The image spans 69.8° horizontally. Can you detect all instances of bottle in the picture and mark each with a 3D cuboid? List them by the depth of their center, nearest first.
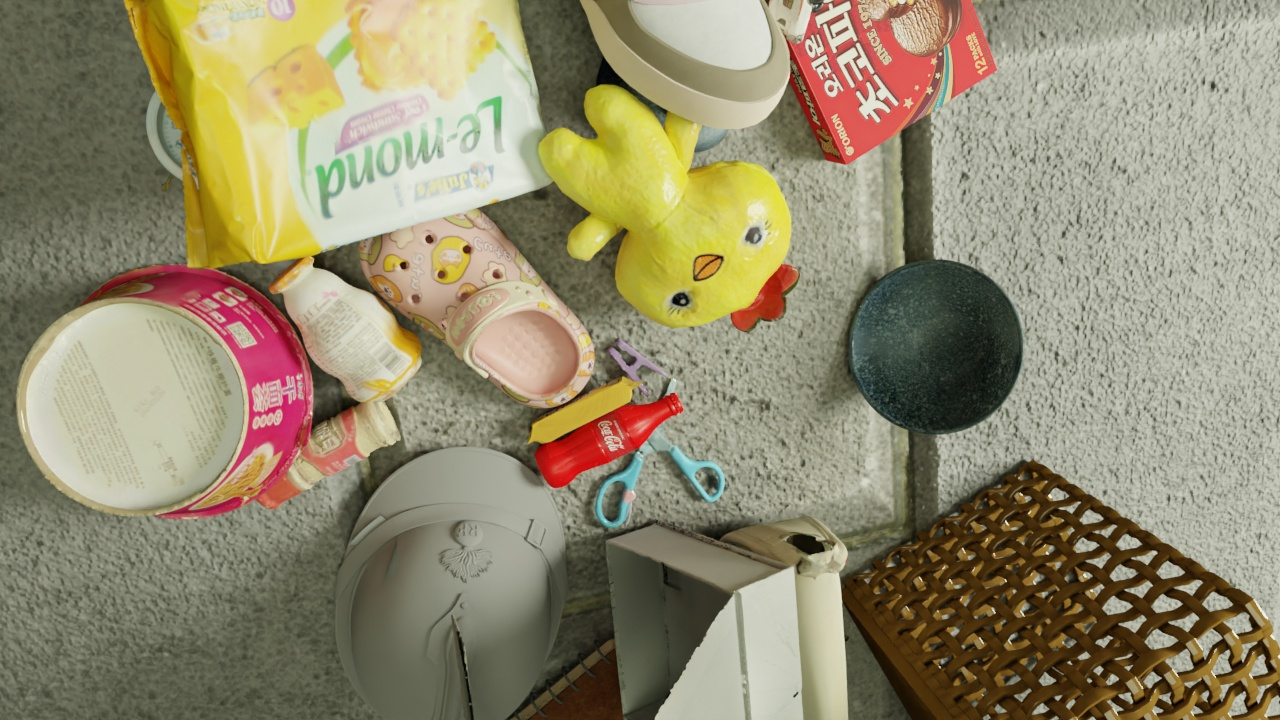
[{"bbox_3d":[-0.205,-0.023,0.636,0.063,0.063,0.109,-40,111,2],"label":"bottle"},{"bbox_3d":[-0.232,0.066,0.670,0.109,0.044,0.044,-29,111,-3],"label":"bottle"},{"bbox_3d":[-0.022,0.058,0.711,0.119,0.036,0.036,-27,111,3],"label":"bottle"}]

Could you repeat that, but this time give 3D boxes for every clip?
[{"bbox_3d":[-0.003,0.003,0.715,0.032,0.013,0.051,-44,103,-2],"label":"clip"}]

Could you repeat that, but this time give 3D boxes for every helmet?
[{"bbox_3d":[-0.140,0.210,0.694,0.183,0.117,0.271,6,110,-15],"label":"helmet"}]

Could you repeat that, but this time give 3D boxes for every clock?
[{"bbox_3d":[-0.265,-0.160,0.583,0.083,0.057,0.117,9,98,-15],"label":"clock"}]

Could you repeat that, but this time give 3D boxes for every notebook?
[{"bbox_3d":[-0.063,0.356,0.807,0.225,0.024,0.167,-40,115,1],"label":"notebook"}]

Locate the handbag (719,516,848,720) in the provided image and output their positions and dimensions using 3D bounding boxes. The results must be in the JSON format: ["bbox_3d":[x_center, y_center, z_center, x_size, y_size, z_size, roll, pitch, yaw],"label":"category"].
[{"bbox_3d":[0.141,0.232,0.742,0.131,0.184,0.229,-11,97,-14],"label":"handbag"}]

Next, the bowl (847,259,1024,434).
[{"bbox_3d":[0.241,-0.011,0.734,0.057,0.137,0.137,-3,114,-54],"label":"bowl"}]

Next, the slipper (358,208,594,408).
[{"bbox_3d":[-0.106,-0.036,0.646,0.197,0.081,0.093,42,93,-23],"label":"slipper"}]

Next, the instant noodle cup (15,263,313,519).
[{"bbox_3d":[-0.314,0.026,0.597,0.178,0.077,0.178,0,96,-4],"label":"instant noodle cup"}]

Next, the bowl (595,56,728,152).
[{"bbox_3d":[0.027,-0.194,0.639,0.110,0.055,0.110,-4,108,-12],"label":"bowl"}]

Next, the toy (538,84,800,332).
[{"bbox_3d":[0.024,-0.100,0.637,0.134,0.092,0.207,-42,126,16],"label":"toy"}]

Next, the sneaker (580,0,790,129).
[{"bbox_3d":[-0.001,-0.273,0.539,0.294,0.117,0.111,48,67,-7],"label":"sneaker"}]

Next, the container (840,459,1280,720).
[{"bbox_3d":[0.342,0.266,0.751,0.214,0.251,0.219,-32,111,-1],"label":"container"}]

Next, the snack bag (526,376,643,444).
[{"bbox_3d":[-0.044,0.037,0.704,0.099,0.026,0.020,-26,98,9],"label":"snack bag"}]

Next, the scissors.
[{"bbox_3d":[0.021,0.082,0.748,0.129,0.015,0.135,18,105,-16],"label":"scissors"}]

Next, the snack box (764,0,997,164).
[{"bbox_3d":[0.166,-0.244,0.664,0.132,0.036,0.152,-32,111,-1],"label":"snack box"}]

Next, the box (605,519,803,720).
[{"bbox_3d":[0.023,0.239,0.615,0.165,0.329,0.167,-4,99,15],"label":"box"}]

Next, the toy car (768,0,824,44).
[{"bbox_3d":[0.109,-0.270,0.604,0.039,0.039,0.113,13,104,5],"label":"toy car"}]

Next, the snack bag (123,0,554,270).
[{"bbox_3d":[-0.171,-0.160,0.561,0.246,0.068,0.160,-23,116,-32],"label":"snack bag"}]
